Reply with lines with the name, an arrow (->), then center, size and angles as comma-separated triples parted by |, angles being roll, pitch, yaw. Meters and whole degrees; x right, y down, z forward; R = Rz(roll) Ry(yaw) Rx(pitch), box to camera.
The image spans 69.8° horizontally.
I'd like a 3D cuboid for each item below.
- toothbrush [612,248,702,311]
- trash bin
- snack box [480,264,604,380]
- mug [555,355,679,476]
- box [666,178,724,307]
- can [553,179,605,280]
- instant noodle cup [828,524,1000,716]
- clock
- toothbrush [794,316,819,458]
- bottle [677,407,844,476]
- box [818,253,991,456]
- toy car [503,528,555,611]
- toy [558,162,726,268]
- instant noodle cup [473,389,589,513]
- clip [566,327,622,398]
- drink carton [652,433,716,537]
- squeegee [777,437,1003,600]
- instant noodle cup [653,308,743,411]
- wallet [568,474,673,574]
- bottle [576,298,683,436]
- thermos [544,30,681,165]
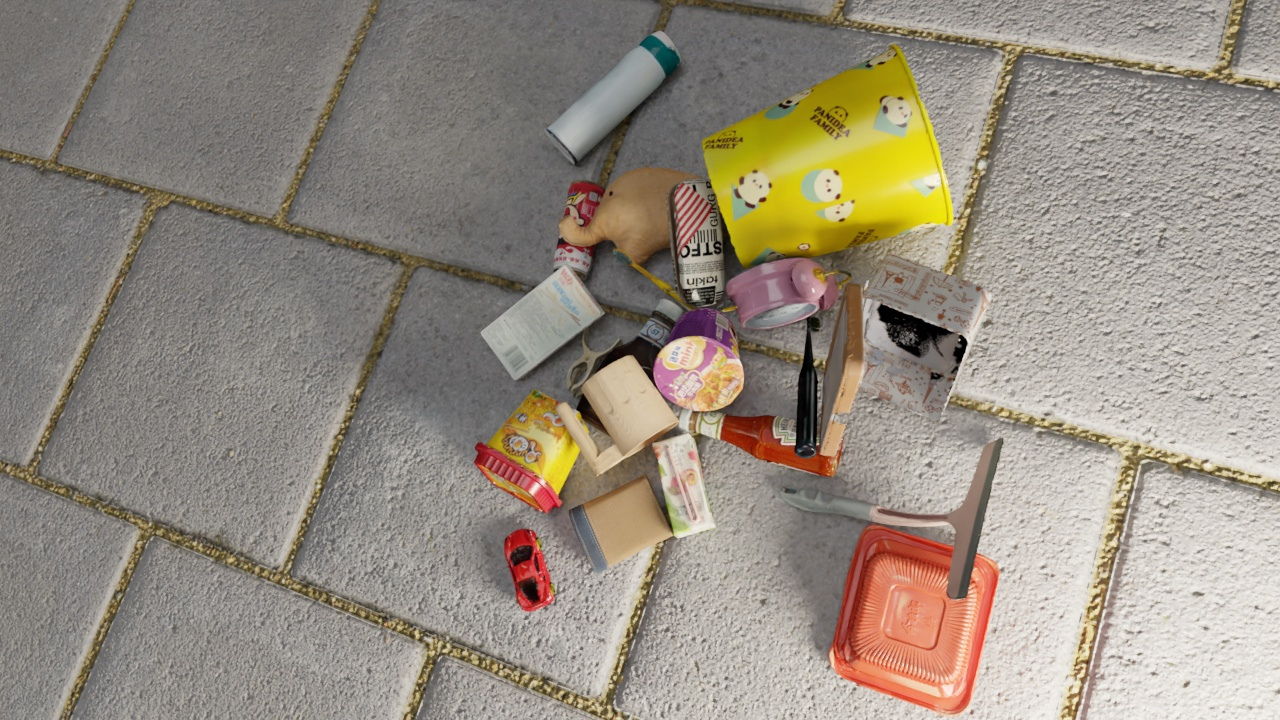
toothbrush -> 0.040, -0.091, 1.221 | 0.191, 0.018, 0.016 | 36, 111, 1
trash bin -> 0.227, -0.236, 1.145 | 0.256, 0.229, 0.229 | -18, 71, 14
snack box -> -0.134, -0.051, 1.252 | 0.157, 0.026, 0.084 | -37, 87, 13
mug -> -0.031, 0.068, 1.148 | 0.124, 0.084, 0.103 | -33, 81, -2
box -> 0.071, -0.152, 1.187 | 0.074, 0.081, 0.163 | -12, 99, -18
can -> -0.086, -0.182, 1.290 | 0.053, 0.053, 0.132 | 7, 76, 16
instant noodle cup -> 0.309, 0.293, 1.042 | 0.165, 0.079, 0.188 | 12, 80, 19
clock -> 0.188, -0.087, 1.157 | 0.159, 0.117, 0.059 | -19, 74, 23
toothbrush -> 0.209, 0.026, 1.137 | 0.027, 0.026, 0.212 | 6, 52, 7
bottle -> 0.148, 0.094, 1.149 | 0.206, 0.060, 0.059 | 13, 78, 17
box -> 0.279, 0.010, 1.045 | 0.156, 0.183, 0.191 | 22, 59, 19
toy car -> -0.147, 0.270, 1.189 | 0.049, 0.031, 0.106 | -22, 68, 6
toy -> 0.006, -0.196, 1.247 | 0.226, 0.082, 0.143 | 5, 79, 8
instant noodle cup -> -0.135, 0.115, 1.194 | 0.116, 0.116, 0.123 | 26, 71, 20
clip -> -0.068, 0.006, 1.246 | 0.061, 0.034, 0.097 | 22, 72, 20
drink carton -> 0.055, 0.158, 1.161 | 0.053, 0.045, 0.122 | -16, 72, 8
squeegee -> 0.282, 0.176, 1.086 | 0.250, 0.040, 0.246 | 3, 39, 31
instant noodle cup -> 0.077, -0.007, 1.163 | 0.112, 0.112, 0.099 | -5, 31, 13
wallet -> -0.026, 0.209, 1.176 | 0.115, 0.033, 0.090 | -27, 72, 4
bottle -> -0.007, 0.007, 1.222 | 0.080, 0.044, 0.194 | 30, 83, 15
thermos -> -0.037, -0.385, 1.331 | 0.224, 0.073, 0.073 | -43, 69, -1
